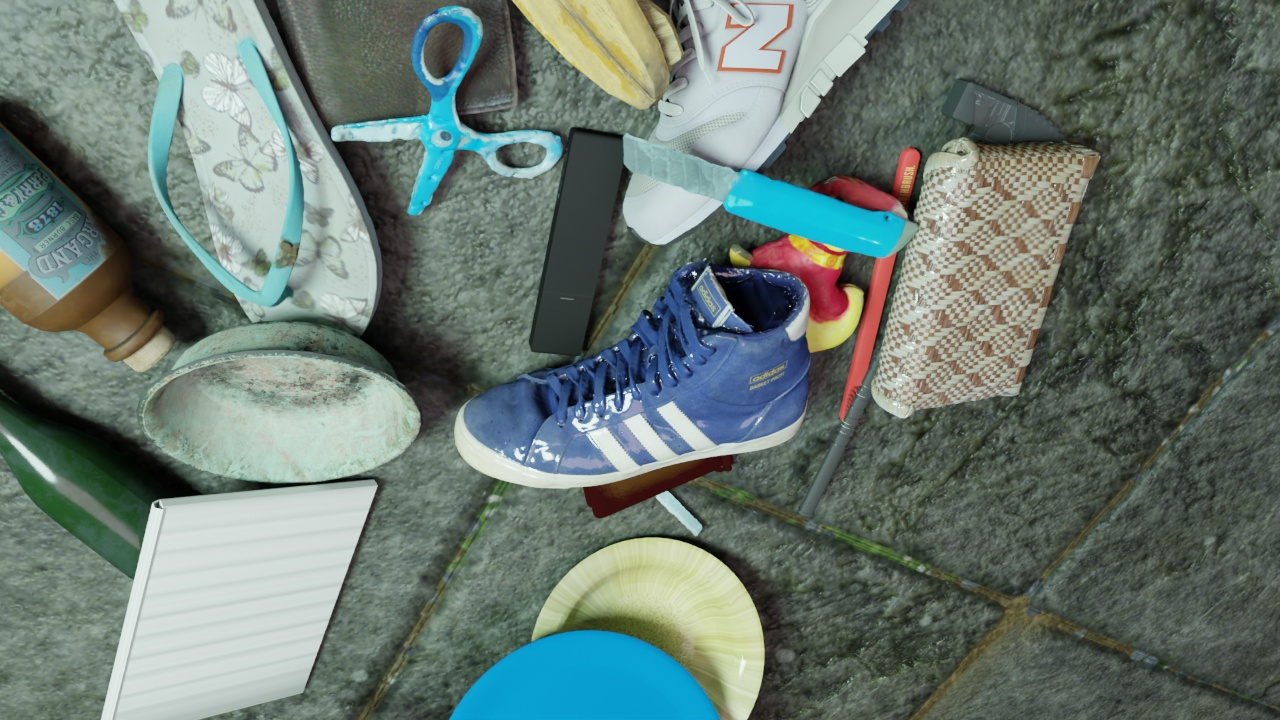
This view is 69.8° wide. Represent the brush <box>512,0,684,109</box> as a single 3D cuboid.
[{"bbox_3d":[-0.047,-0.210,0.450,0.195,0.059,0.043,51,57,-7],"label":"brush"}]

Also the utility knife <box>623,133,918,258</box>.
[{"bbox_3d":[0.077,-0.087,0.502,0.221,0.015,0.031,9,114,-38],"label":"utility knife"}]

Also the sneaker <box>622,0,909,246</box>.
[{"bbox_3d":[0.046,-0.187,0.504,0.124,0.089,0.240,41,95,-24],"label":"sneaker"}]

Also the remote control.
[{"bbox_3d":[-0.042,-0.071,0.583,0.034,0.013,0.150,5,118,-18],"label":"remote control"}]

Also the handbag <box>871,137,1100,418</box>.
[{"bbox_3d":[0.222,-0.056,0.608,0.124,0.047,0.186,-6,119,-25],"label":"handbag"}]

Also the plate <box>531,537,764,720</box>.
[{"bbox_3d":[0.003,0.231,0.724,0.184,0.036,0.184,1,86,-11],"label":"plate"}]

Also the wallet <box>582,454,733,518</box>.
[{"bbox_3d":[0.011,0.058,0.656,0.115,0.018,0.091,-18,118,-15],"label":"wallet"}]

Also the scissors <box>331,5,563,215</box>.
[{"bbox_3d":[-0.101,-0.134,0.508,0.134,0.011,0.140,-5,141,-23],"label":"scissors"}]

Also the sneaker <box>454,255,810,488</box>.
[{"bbox_3d":[-0.002,0.004,0.563,0.233,0.091,0.119,-3,138,-6],"label":"sneaker"}]

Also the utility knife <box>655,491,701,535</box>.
[{"bbox_3d":[-0.002,0.083,0.678,0.022,0.015,0.166,-37,118,9],"label":"utility knife"}]

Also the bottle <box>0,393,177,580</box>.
[{"bbox_3d":[-0.353,0.067,0.564,0.055,0.055,0.174,-33,120,6],"label":"bottle"}]

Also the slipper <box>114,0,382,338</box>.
[{"bbox_3d":[-0.209,-0.106,0.485,0.098,0.054,0.269,-4,121,10],"label":"slipper"}]

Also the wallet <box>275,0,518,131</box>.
[{"bbox_3d":[-0.129,-0.179,0.494,0.120,0.031,0.099,-10,123,-11],"label":"wallet"}]

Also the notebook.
[{"bbox_3d":[-0.276,0.171,0.630,0.142,0.009,0.210,0,124,-44],"label":"notebook"}]

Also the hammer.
[{"bbox_3d":[0.188,-0.025,0.647,0.095,0.015,0.325,13,111,-24],"label":"hammer"}]

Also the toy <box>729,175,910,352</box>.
[{"bbox_3d":[0.108,-0.060,0.604,0.105,0.067,0.138,10,128,-16],"label":"toy"}]

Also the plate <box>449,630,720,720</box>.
[{"bbox_3d":[-0.041,0.313,0.667,0.224,0.024,0.224,4,74,-14],"label":"plate"}]

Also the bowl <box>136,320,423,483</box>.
[{"bbox_3d":[-0.213,0.023,0.554,0.157,0.038,0.158,-7,148,-5],"label":"bowl"}]

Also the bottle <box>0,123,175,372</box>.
[{"bbox_3d":[-0.320,-0.057,0.494,0.068,0.067,0.157,-33,121,6],"label":"bottle"}]

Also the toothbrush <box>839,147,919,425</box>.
[{"bbox_3d":[0.168,-0.043,0.646,0.012,0.018,0.213,-1,119,-13],"label":"toothbrush"}]
